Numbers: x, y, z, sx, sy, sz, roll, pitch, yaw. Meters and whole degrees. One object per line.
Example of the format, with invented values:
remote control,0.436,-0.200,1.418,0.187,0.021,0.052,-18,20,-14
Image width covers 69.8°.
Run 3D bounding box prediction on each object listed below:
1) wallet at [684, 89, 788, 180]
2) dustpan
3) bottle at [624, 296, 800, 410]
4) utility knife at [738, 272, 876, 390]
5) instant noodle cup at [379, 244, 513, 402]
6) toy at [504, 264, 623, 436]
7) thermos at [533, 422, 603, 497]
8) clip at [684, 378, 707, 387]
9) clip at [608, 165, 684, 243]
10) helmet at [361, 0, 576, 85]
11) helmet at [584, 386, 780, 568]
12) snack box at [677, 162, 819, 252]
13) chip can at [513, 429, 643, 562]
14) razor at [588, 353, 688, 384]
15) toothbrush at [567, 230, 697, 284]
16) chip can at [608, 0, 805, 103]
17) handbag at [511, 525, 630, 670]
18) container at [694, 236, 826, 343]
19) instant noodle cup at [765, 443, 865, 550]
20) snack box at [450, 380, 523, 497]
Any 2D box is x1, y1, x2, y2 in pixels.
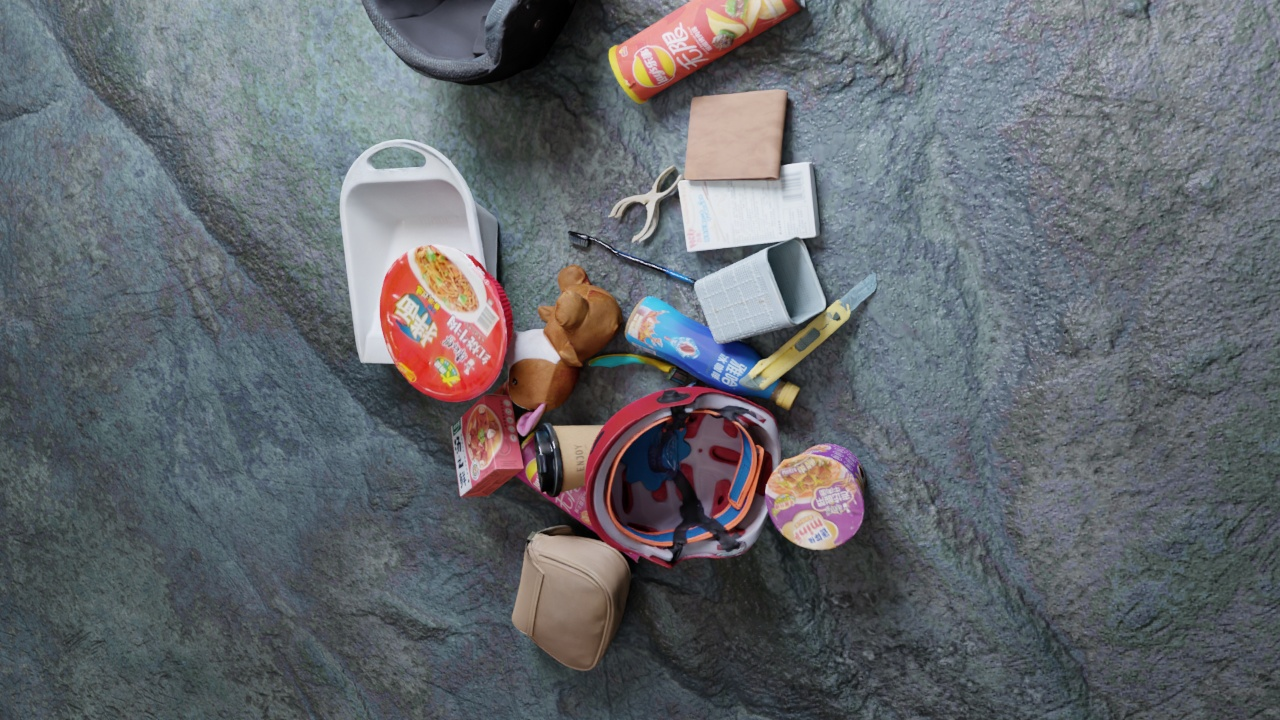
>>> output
wallet,0.108,-0.254,1.042,0.115,0.020,0.101,5,87,27
dustpan,-0.294,-0.134,1.170,0.223,0.142,0.257,2,78,23
bottle,0.088,-0.004,1.097,0.219,0.065,0.065,27,111,15
utility knife,0.194,-0.030,1.046,0.196,0.020,0.031,-42,101,0
instant noodle cup,-0.225,-0.049,1.118,0.194,0.065,0.194,9,108,27
toy,-0.112,-0.013,1.154,0.130,0.140,0.200,23,117,-11
thermos,-0.067,0.119,1.149,0.143,0.093,0.093,-5,103,-20
clip,0.055,0.041,1.146,0.058,0.026,0.038,-34,95,30
clip,0.000,-0.195,1.109,0.092,0.034,0.103,25,106,15
helmet,-0.179,-0.443,1.023,0.233,0.230,0.275,32,103,4
helmet,0.035,0.124,1.081,0.239,0.144,0.207,-1,105,-19
snack box,0.125,-0.176,1.063,0.157,0.026,0.085,-4,101,24
chip can,-0.070,0.177,1.204,0.210,0.071,0.071,33,113,13
razor,-0.007,0.007,1.161,0.133,0.043,0.028,8,86,27
toothbrush,-0.009,-0.125,1.141,0.189,0.014,0.016,23,111,16
chip can,0.072,-0.366,1.018,0.217,0.073,0.073,-22,93,25
handbag,-0.090,0.312,1.223,0.148,0.099,0.205,24,127,12
container,0.132,-0.076,1.041,0.112,0.089,0.090,-17,96,41
instant noodle cup,0.211,0.149,1.061,0.112,0.099,0.111,6,104,23
snack box,-0.207,0.103,1.213,0.113,0.044,0.127,-39,56,47
